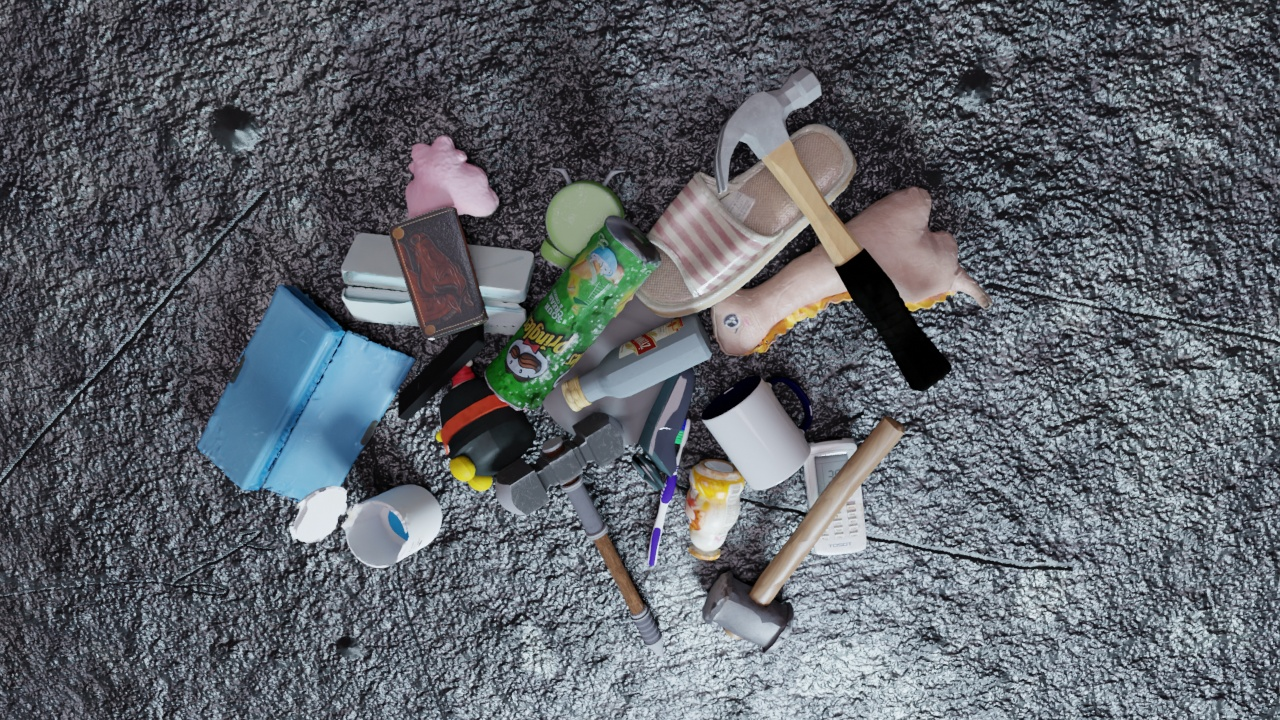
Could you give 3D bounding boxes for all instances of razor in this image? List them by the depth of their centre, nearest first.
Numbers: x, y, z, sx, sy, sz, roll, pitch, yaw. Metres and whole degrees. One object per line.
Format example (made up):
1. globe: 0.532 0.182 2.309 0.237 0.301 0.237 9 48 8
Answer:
1. razor: 0.029 0.071 1.002 0.052 0.047 0.143 14 102 -29

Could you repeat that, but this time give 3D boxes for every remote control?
1. remote control: -0.218 0.012 1.001 0.013 0.034 0.150 27 126 -36
2. remote control: 0.218 0.153 1.033 0.060 0.025 0.138 -8 104 6

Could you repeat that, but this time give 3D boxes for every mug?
1. mug: 0.137 0.068 0.996 0.111 0.079 0.097 -39 100 -16

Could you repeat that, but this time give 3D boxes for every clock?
1. clock: -0.059 -0.140 0.965 0.094 0.042 0.119 1 105 4

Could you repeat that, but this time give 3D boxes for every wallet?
1. wallet: -0.205 -0.089 0.936 0.072 0.019 0.123 -18 87 5

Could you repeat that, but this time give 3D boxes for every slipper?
1. slipper: 0.096 -0.147 0.932 0.263 0.052 0.115 -37 70 9

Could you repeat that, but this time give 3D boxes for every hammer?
1. hammer: 0.193 -0.112 0.886 0.131 0.039 0.328 -36 97 -3
2. hammer: 0.183 0.191 1.008 0.098 0.052 0.329 28 114 -4
3. hammer: -0.034 0.223 1.043 0.155 0.043 0.322 -31 115 -16

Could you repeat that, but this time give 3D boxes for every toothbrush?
1. toothbrush: 0.030 0.152 1.051 0.016 0.015 0.187 14 106 1

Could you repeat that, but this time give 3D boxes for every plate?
1. plate: -0.030 0.009 1.018 0.178 0.012 0.178 1 105 4

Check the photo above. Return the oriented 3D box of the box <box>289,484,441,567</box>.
1. box: -0.299 0.178 1.011 0.118 0.159 0.084 35 99 5

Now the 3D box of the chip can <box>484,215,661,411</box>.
1. chip can: -0.070 -0.046 0.945 0.075 0.075 0.224 39 113 -7

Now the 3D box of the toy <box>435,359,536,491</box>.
1. toy: -0.176 0.068 1.004 0.099 0.097 0.119 -32 70 -3

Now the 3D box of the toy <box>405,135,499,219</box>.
1. toy: -0.207 -0.184 0.959 0.102 0.050 0.093 -14 106 11

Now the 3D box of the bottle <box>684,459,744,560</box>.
1. bottle: 0.080 0.168 1.026 0.063 0.063 0.108 8 104 1

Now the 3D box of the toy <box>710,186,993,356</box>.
1. toy: 0.208 -0.064 0.957 0.265 0.065 0.196 -37 95 13

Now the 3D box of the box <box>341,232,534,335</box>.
1. box: -0.216 -0.068 0.994 0.199 0.085 0.096 6 135 3

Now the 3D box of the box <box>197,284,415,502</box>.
1. box: -0.382 0.051 1.026 0.173 0.066 0.232 31 107 -7

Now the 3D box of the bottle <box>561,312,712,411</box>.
1. bottle: -0.006 0.006 0.970 0.161 0.072 0.046 -26 107 10
